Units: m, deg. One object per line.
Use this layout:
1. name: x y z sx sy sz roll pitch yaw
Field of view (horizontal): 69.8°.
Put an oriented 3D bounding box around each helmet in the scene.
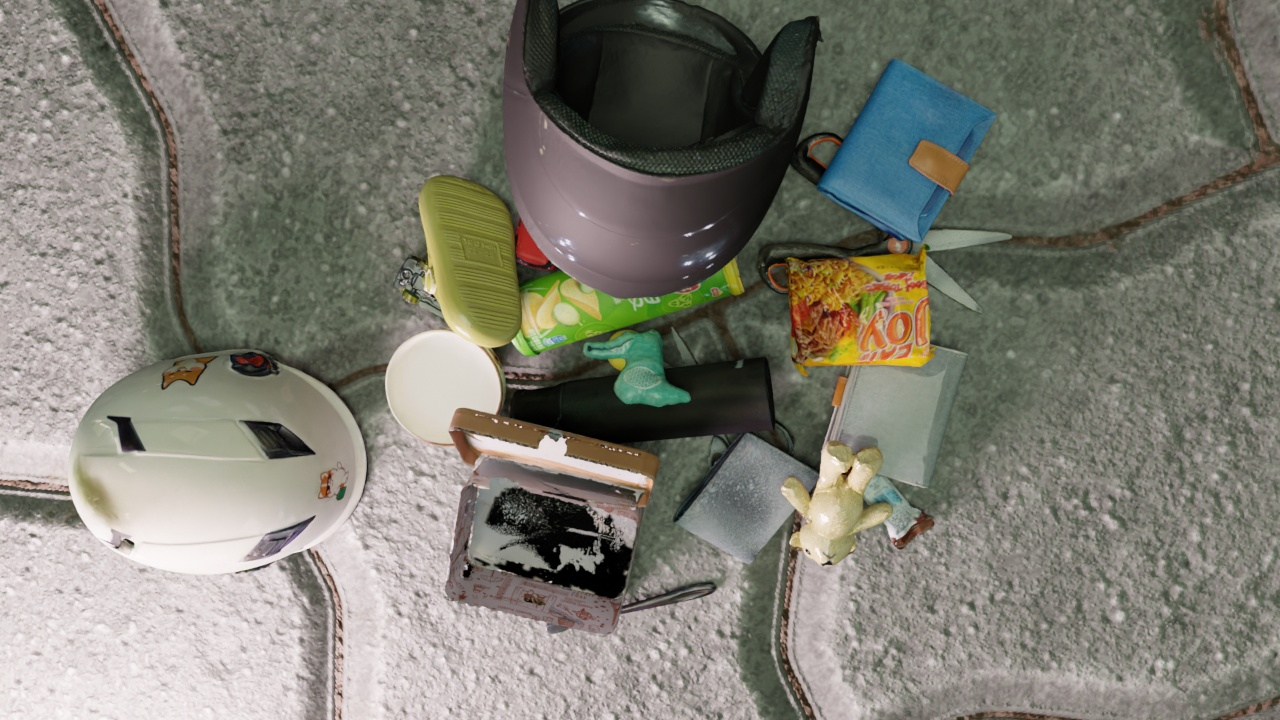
1. helmet: 0.005 -0.189 0.735 0.233 0.274 0.231 11 129 -5
2. helmet: -0.422 0.109 0.881 0.274 0.156 0.230 7 103 5

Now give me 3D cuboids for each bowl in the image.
1. bowl: -0.181 0.022 0.884 0.113 0.062 0.113 1 100 6

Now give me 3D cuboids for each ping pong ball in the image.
1. ping pong ball: -0.012 -0.009 0.869 0.040 0.040 0.040 1 102 6

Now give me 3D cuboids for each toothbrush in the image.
1. toothbrush: -0.010 0.252 0.939 0.181 0.018 0.016 -15 108 7

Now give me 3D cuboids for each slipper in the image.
1. slipper: -0.162 -0.082 0.817 0.091 0.190 0.082 16 135 -40

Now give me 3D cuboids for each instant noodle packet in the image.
1. instant noodle packet: 0.196 -0.043 0.815 0.128 0.044 0.111 -4 99 7

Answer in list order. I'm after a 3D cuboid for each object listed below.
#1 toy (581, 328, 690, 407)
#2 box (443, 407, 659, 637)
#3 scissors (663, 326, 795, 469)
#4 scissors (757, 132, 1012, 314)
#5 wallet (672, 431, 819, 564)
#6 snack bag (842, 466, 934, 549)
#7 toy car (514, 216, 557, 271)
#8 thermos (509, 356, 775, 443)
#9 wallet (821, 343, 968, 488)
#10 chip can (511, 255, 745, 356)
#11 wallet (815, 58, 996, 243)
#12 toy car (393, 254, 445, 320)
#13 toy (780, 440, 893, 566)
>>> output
1. toy: -0.005 0.005 0.822 0.096 0.091 0.030 1 137 -2
2. box: -0.083 0.137 0.855 0.179 0.130 0.273 13 132 2
3. scissors: 0.072 0.053 0.888 0.163 0.014 0.166 10 101 5
4. scissors: 0.212 -0.117 0.832 0.221 0.021 0.225 -21 98 11
5. wallet: 0.103 0.133 0.885 0.097 0.019 0.121 31 107 -20
6. snack bag: 0.234 0.133 0.879 0.045 0.026 0.105 -40 96 5
7. toy car: -0.084 -0.142 0.849 0.053 0.045 0.120 16 101 1
8. thermos: 0.000 0.049 0.850 0.243 0.089 0.068 -8 109 11
9. wallet: 0.233 0.042 0.853 0.106 0.037 0.130 16 93 10
10. chip can: -0.019 -0.064 0.843 0.221 0.072 0.072 -16 100 10
11. wallet: 0.231 -0.180 0.799 0.106 0.040 0.133 31 92 3
12. toy car: -0.189 -0.065 0.881 0.090 0.035 0.042 31 105 -7
13. toy: 0.182 0.131 0.842 0.105 0.066 0.157 8 134 3
